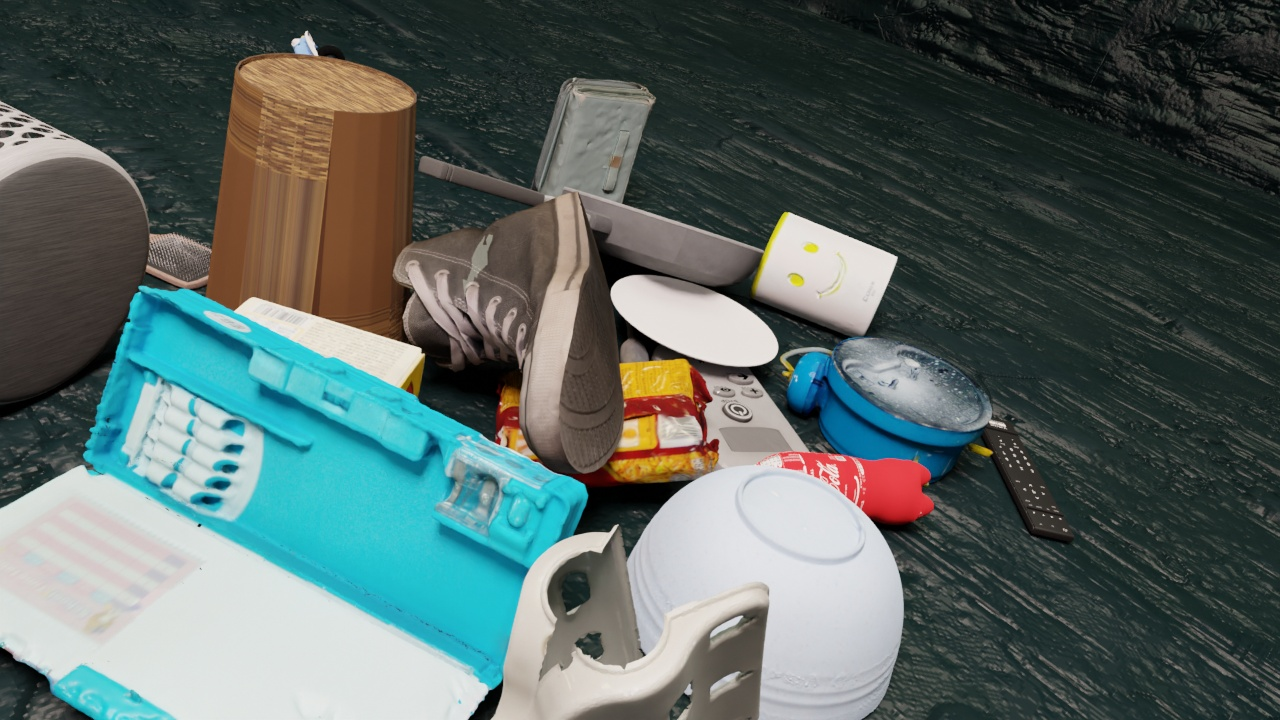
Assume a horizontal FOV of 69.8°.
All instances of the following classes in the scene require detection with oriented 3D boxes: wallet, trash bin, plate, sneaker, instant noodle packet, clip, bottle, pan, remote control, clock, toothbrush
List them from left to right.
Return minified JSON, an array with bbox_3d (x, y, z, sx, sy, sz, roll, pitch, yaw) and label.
[{"bbox_3d":[-0.380,-0.075,0.475,0.183,0.157,0.156,23,30,7],"label":"trash bin"},{"bbox_3d":[-0.078,-0.014,0.522,0.120,0.095,0.234,-15,40,3],"label":"sneaker"},{"bbox_3d":[-0.027,0.128,0.348,0.151,0.127,0.104,-19,47,-10],"label":"clip"},{"bbox_3d":[-0.044,-0.201,0.876,0.100,0.132,0.054,-12,44,-39],"label":"wallet"},{"bbox_3d":[-0.034,-0.105,0.708,0.179,0.041,0.356,23,10,31],"label":"pan"},{"bbox_3d":[-0.021,0.038,0.549,0.135,0.040,0.098,-5,34,0],"label":"instant noodle packet"},{"bbox_3d":[-0.004,0.004,0.661,0.024,0.022,0.185,44,16,-27],"label":"toothbrush"},{"bbox_3d":[0.040,-0.028,0.702,0.134,0.011,0.134,16,27,-9],"label":"plate"},{"bbox_3d":[0.060,0.032,0.644,0.074,0.019,0.151,2,32,-23],"label":"remote control"},{"bbox_3d":[0.114,0.078,0.568,0.141,0.042,0.042,6,31,-17],"label":"bottle"},{"bbox_3d":[0.175,0.026,0.672,0.116,0.060,0.161,-12,38,-38],"label":"clock"},{"bbox_3d":[0.280,0.083,0.676,0.030,0.009,0.139,13,30,-5],"label":"remote control"}]

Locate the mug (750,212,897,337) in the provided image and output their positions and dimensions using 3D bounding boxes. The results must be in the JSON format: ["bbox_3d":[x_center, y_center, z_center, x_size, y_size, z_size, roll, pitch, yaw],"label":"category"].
[{"bbox_3d":[0.161,-0.074,0.811,0.106,0.083,0.082,24,30,10],"label":"mug"}]

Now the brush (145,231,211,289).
[{"bbox_3d":[-0.353,-0.087,0.645,0.136,0.015,0.049,23,31,12],"label":"brush"}]

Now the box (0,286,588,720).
[{"bbox_3d":[-0.157,0.079,0.392,0.227,0.084,0.171,24,67,13],"label":"box"}]

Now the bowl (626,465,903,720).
[{"bbox_3d":[0.071,0.104,0.471,0.150,0.075,0.150,12,29,-7],"label":"bowl"}]

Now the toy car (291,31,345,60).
[{"bbox_3d":[-0.252,-0.204,0.784,0.055,0.153,0.056,-29,52,-3],"label":"toy car"}]

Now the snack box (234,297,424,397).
[{"bbox_3d":[-0.183,0.022,0.497,0.106,0.061,0.083,17,30,0],"label":"snack box"}]

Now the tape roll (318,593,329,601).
[{"bbox_3d":[-0.143,0.131,0.381,0.093,0.013,0.093,13,30,-7],"label":"tape roll"}]

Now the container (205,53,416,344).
[{"bbox_3d":[-0.200,-0.092,0.573,0.132,0.168,0.132,12,30,-7],"label":"container"}]
